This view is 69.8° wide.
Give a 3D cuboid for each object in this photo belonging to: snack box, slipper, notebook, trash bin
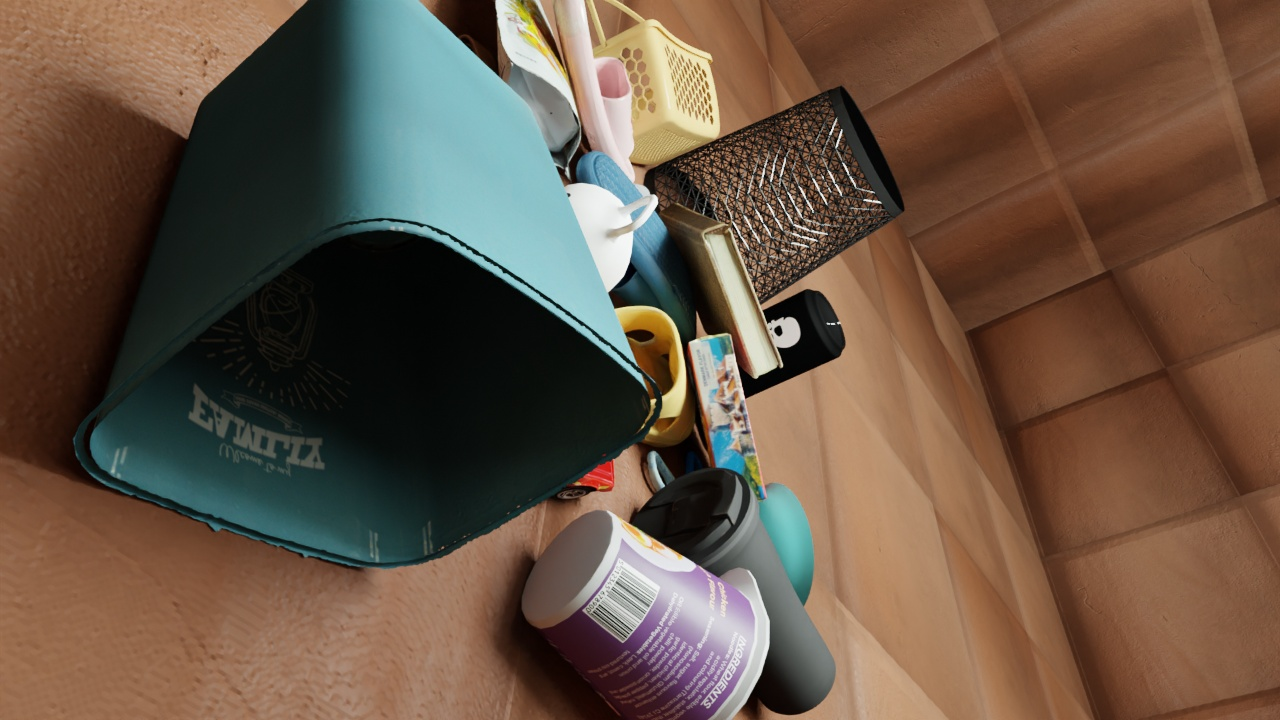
[{"bbox_3d":[0.075,0.054,0.834,0.142,0.040,0.145,49,29,-86],"label":"snack box"},{"bbox_3d":[-0.005,0.005,0.770,0.263,0.079,0.099,29,45,-54],"label":"slipper"},{"bbox_3d":[0.066,-0.093,0.892,0.215,0.034,0.190,-122,-170,-72],"label":"notebook"},{"bbox_3d":[-0.128,-0.049,0.455,0.196,0.199,0.218,37,29,-46],"label":"trash bin"},{"bbox_3d":[0.166,-0.193,1.099,0.217,0.244,0.216,45,31,-36],"label":"trash bin"},{"bbox_3d":[-0.004,-0.101,0.853,0.214,0.059,0.103,54,25,-34],"label":"slipper"},{"bbox_3d":[-0.038,-0.259,0.868,0.222,0.056,0.106,71,3,-46],"label":"slipper"}]

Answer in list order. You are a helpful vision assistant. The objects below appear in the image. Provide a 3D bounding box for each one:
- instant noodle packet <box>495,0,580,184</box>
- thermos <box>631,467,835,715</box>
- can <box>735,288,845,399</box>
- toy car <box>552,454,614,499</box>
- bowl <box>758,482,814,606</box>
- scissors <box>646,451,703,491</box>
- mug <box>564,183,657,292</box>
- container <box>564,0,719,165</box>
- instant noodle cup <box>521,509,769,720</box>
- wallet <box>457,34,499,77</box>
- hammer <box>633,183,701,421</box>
[{"bbox_3d":[-0.095,-0.284,0.841,0.268,0.057,0.147,-99,167,-46],"label":"instant noodle packet"},{"bbox_3d":[0.082,0.192,0.741,0.219,0.106,0.105,57,25,-26],"label":"thermos"},{"bbox_3d":[0.140,-0.014,0.991,0.080,0.146,0.080,45,31,-36],"label":"can"},{"bbox_3d":[-0.074,0.040,0.617,0.189,0.056,0.081,31,47,-55],"label":"toy car"},{"bbox_3d":[0.104,0.172,0.826,0.046,0.121,0.121,1,59,-21],"label":"bowl"},{"bbox_3d":[0.040,0.122,0.821,0.130,0.013,0.125,49,29,-30],"label":"scissors"},{"bbox_3d":[-0.039,-0.099,0.745,0.090,0.124,0.076,52,37,-25],"label":"mug"},{"bbox_3d":[-0.002,-0.320,1.030,0.183,0.129,0.167,-13,85,-65],"label":"container"},{"bbox_3d":[-0.001,0.158,0.589,0.122,0.122,0.136,43,57,-20],"label":"instant noodle cup"},{"bbox_3d":[-0.119,-0.224,0.827,0.098,0.027,0.121,16,52,-63],"label":"wallet"},{"bbox_3d":[0.026,-0.050,0.945,0.124,0.030,0.310,-9,75,-65],"label":"hammer"}]
